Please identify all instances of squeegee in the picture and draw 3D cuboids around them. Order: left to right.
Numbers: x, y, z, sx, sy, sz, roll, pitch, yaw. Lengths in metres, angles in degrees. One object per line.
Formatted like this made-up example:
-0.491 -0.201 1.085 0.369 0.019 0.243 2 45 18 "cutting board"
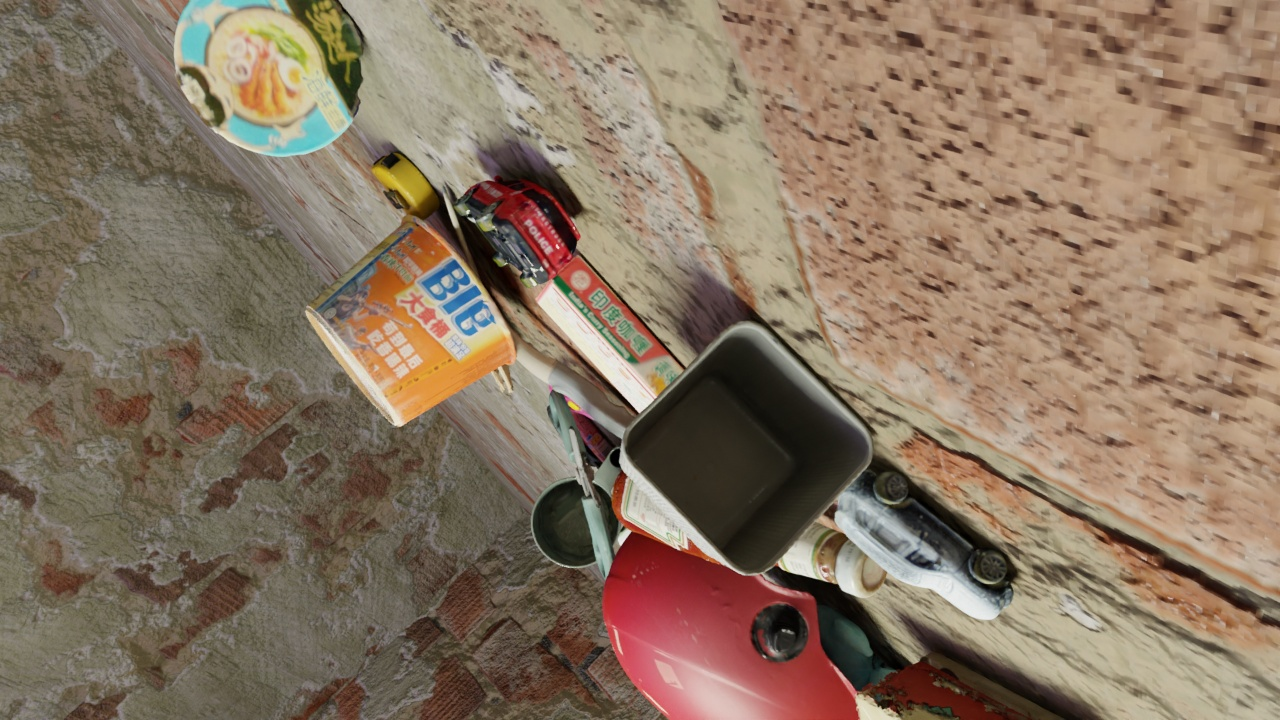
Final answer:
-0.075 0.001 0.776 0.246 0.039 0.247 43 166 12 "squeegee"

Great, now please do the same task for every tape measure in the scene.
-0.191 -0.139 0.745 0.060 0.028 0.057 52 164 -24 "tape measure"

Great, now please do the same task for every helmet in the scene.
0.060 0.221 0.717 0.240 0.143 0.207 57 169 16 "helmet"

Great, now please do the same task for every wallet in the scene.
-0.154 -0.029 0.879 0.087 0.024 0.115 -126 13 -56 "wallet"

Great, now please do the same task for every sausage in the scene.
-0.029 0.105 0.966 0.156 0.020 0.020 49 166 -10 "sausage"

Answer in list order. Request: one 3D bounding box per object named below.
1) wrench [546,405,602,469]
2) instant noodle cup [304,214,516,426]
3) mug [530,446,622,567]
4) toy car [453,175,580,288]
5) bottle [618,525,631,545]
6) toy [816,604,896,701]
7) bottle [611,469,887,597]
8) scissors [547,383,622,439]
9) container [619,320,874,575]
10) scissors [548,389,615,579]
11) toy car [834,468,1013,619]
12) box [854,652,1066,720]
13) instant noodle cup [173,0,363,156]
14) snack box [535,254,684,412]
-0.009 0.148 1.004 0.273 0.016 0.056 49 -165 -15 "wrench"
-0.190 -0.026 0.747 0.151 0.111 0.151 44 161 20 "instant noodle cup"
-0.049 0.139 0.896 0.083 0.124 0.103 35 173 3 "mug"
-0.071 -0.078 0.532 0.053 0.045 0.120 56 169 -27 "toy car"
0.068 0.221 0.920 0.197 0.068 0.068 43 166 2 "bottle"
0.194 0.264 0.708 0.156 0.049 0.161 43 164 54 "toy"
0.065 0.106 0.594 0.206 0.059 0.060 9 143 49 "bottle"
-0.040 0.053 0.872 0.135 0.017 0.063 35 154 23 "scissors"
0.044 0.048 0.467 0.090 0.090 0.114 46 169 4 "container"
-0.050 0.103 0.795 0.170 0.019 0.174 -117 13 -55 "scissors"
0.132 0.088 0.433 0.090 0.034 0.043 39 161 22 "toy car"
0.197 0.244 0.529 0.168 0.079 0.091 9 114 67 "box"
-0.245 -0.194 0.610 0.111 0.111 0.120 53 172 -25 "instant noodle cup"
-0.004 0.004 0.600 0.156 0.027 0.077 48 166 -5 "snack box"
